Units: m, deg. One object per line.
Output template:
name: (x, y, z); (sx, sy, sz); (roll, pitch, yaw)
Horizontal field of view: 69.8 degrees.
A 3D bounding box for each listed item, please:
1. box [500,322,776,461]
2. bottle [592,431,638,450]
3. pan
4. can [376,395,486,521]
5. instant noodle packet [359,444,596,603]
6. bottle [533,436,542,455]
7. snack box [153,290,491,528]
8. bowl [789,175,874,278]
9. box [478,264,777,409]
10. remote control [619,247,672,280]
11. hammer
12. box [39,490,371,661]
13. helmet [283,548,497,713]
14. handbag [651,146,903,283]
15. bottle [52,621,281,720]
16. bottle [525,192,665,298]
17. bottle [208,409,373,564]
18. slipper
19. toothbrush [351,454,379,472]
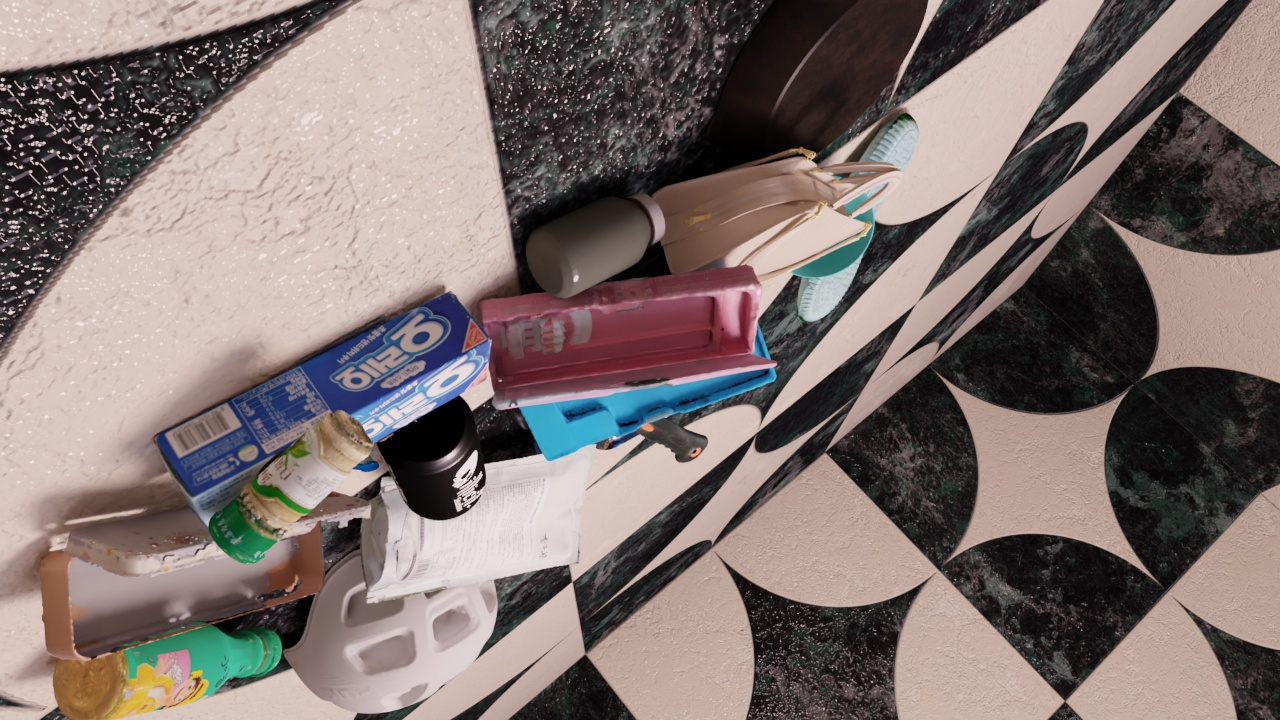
box: (-0.008, -0.006, 0.866); (0.244, 0.063, 0.174); (-20, 138, 6)
bottle: (-0.001, 0.061, 1.149); (0.160, 0.056, 0.056); (-25, 155, -42)
pan: (0.158, -0.277, 0.736); (0.248, 0.043, 0.356); (-40, 162, -8)
can: (-0.179, 0.085, 0.801); (0.080, 0.080, 0.146); (-35, 160, -20)
instant noodle packet: (-0.159, 0.167, 0.963); (0.268, 0.057, 0.147); (-2, 109, -46)
bottle: (-0.095, 0.094, 1.044); (0.048, 0.048, 0.131); (-42, 162, -2)
snack box: (-0.213, 0.031, 0.645); (0.225, 0.059, 0.060); (-32, 158, -27)
bowl: (0.199, -0.159, 1.043); (0.121, 0.121, 0.046); (-50, -160, 22)
box: (-0.009, -0.002, 0.750); (0.232, 0.098, 0.100); (-7, 137, -8)
remote control: (-0.025, -0.055, 0.898); (0.140, 0.021, 0.045); (-39, 160, -8)
hammer: (-0.007, 0.063, 1.053); (0.133, 0.033, 0.333); (-46, 146, 7)
box: (-0.309, 0.153, 0.670); (0.216, 0.095, 0.108); (-1, 110, -64)
helmet: (-0.283, 0.298, 1.047); (0.223, 0.183, 0.283); (-15, 168, -47)
handbag: (0.139, -0.136, 0.830); (0.198, 0.101, 0.194); (-17, 173, 27)
bottle: (-0.388, 0.258, 0.783); (0.068, 0.068, 0.209); (-43, 162, 3)
bottle: (-0.034, -0.095, 0.729); (0.108, 0.060, 0.060); (-30, 158, -32)
bottle: (-0.221, 0.080, 0.586); (0.110, 0.042, 0.042); (-43, 162, -1)
slipper: (0.248, -0.176, 1.120); (0.115, 0.069, 0.277); (-6, 125, -59)
toothbrush: (-0.258, 0.082, 0.743); (0.021, 0.016, 0.132); (-47, 159, 12)
